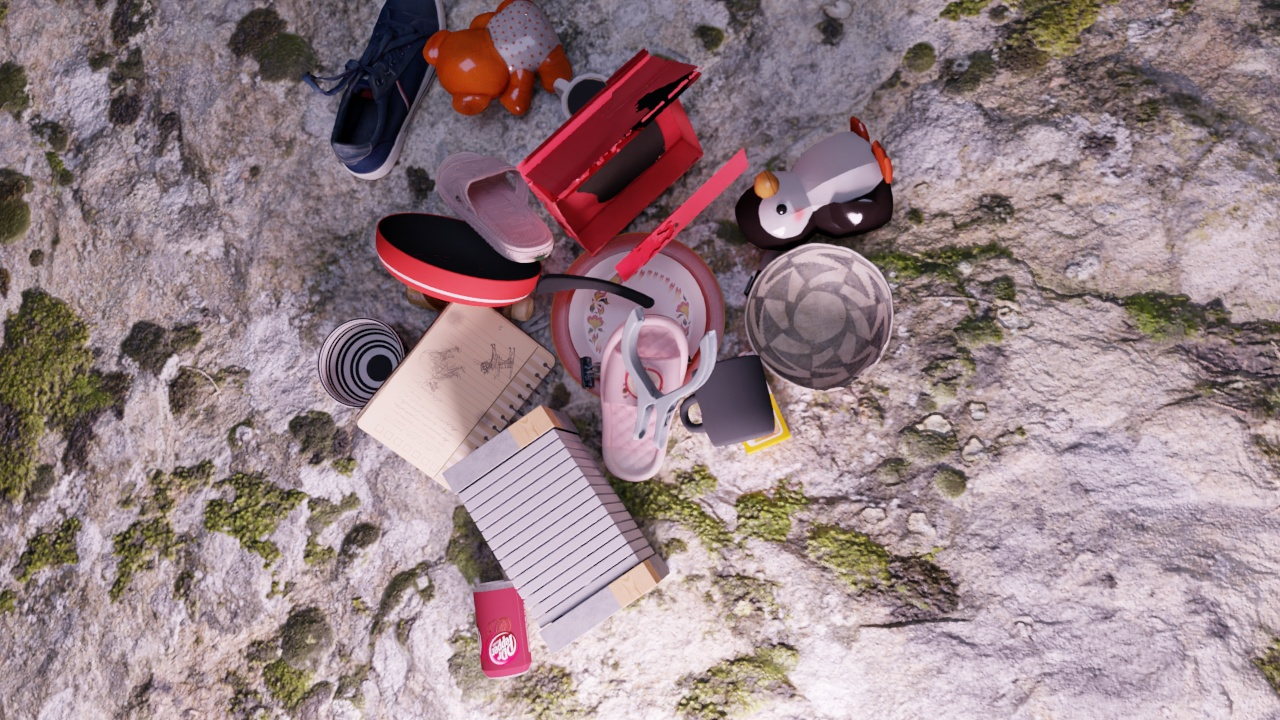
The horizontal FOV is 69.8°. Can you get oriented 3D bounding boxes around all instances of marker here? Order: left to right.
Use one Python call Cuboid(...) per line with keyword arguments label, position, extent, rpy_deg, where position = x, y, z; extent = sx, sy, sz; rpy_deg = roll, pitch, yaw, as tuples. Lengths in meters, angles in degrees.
Cuboid(label="marker", position=(0.167, -0.137, 1.191), extent=(0.022, 0.016, 0.138), rpy_deg=(22, 85, 16))

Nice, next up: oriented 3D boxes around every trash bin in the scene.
Cuboid(label="trash bin", position=(-0.098, 0.200, 1.121), extent=(0.142, 0.142, 0.247), rpy_deg=(-35, 79, 2))

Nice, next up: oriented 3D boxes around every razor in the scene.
Cuboid(label="razor", position=(-0.007, 0.007, 1.171), extent=(0.144, 0.022, 0.042), rpy_deg=(-7, 83, 7))

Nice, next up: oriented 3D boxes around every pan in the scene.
Cuboid(label="pan", position=(-0.159, -0.108, 1.160), extent=(0.356, 0.208, 0.067), rpy_deg=(19, 112, -1))

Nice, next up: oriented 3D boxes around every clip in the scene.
Cuboid(label="clip", position=(0.050, 0.023, 1.068), extent=(0.159, 0.030, 0.174), rpy_deg=(2, 102, 29))

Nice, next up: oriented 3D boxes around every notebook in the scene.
Cuboid(label="notebook", position=(-0.233, 0.041, 1.188), extent=(0.167, 0.024, 0.225), rpy_deg=(39, 90, -16))

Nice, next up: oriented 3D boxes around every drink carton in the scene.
Cuboid(label="drink carton", position=(0.138, 0.051, 1.158), extent=(0.058, 0.040, 0.122), rpy_deg=(-24, 80, 5))

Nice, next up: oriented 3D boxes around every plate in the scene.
Cuboid(label="plate", position=(-0.004, -0.054, 1.202), extent=(0.230, 0.021, 0.229), rpy_deg=(-1, 82, 8))

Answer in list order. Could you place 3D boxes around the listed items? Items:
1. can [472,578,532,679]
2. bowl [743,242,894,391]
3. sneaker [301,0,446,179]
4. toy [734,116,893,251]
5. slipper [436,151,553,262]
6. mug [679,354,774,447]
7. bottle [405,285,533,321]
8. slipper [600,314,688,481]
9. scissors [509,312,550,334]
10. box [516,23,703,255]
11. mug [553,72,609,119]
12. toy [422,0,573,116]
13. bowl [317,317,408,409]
Cuboid(label="can", position=(-0.174, 0.336, 1.155), extent=(0.063, 0.063, 0.114), rpy_deg=(-9, 81, 7))
Cuboid(label="bowl", position=(0.220, -0.054, 1.138), extent=(0.178, 0.081, 0.178), rpy_deg=(0, 91, 9))
Cuboid(label="sneaker", position=(-0.359, -0.404, 1.250), extent=(0.121, 0.127, 0.294), rpy_deg=(17, 83, 9))
Cuboid(label="toy", position=(0.211, -0.192, 1.140), extent=(0.184, 0.140, 0.159), rpy_deg=(-21, 42, 4))
Cuboid(label="slipper", position=(-0.190, -0.214, 1.178), extent=(0.094, 0.065, 0.239), rpy_deg=(-19, 49, -29))
Cuboid(label="mug", position=(0.098, 0.055, 1.106), extent=(0.122, 0.085, 0.094), rpy_deg=(-20, 79, 34))
Cuboid(label="bottle", position=(-0.225, -0.084, 1.219), extent=(0.166, 0.059, 0.059), rpy_deg=(13, 85, 9))
Cuboid(label="slipper", position=(-0.002, 0.049, 1.143), extent=(0.107, 0.055, 0.222), rpy_deg=(8, 106, 0))
Cuboid(label="scissors", position=(-0.195, -0.021, 1.227), extent=(0.123, 0.019, 0.148), rpy_deg=(25, 81, 15))
Cuboid(label="box", position=(-0.039, -0.263, 1.083), extent=(0.211, 0.318, 0.121), rpy_deg=(-42, 81, -3))
Cuboid(label="mug", position=(-0.070, -0.334, 1.213), extent=(0.105, 0.089, 0.073), rpy_deg=(37, 89, 11))
Cuboid(label="toy", position=(-0.196, -0.409, 1.249), extent=(0.172, 0.093, 0.163), rpy_deg=(-29, 82, -9))
Cuboid(label="bowl", position=(-0.359, 0.007, 1.224), extent=(0.120, 0.066, 0.120), rpy_deg=(-1, 82, 8))
